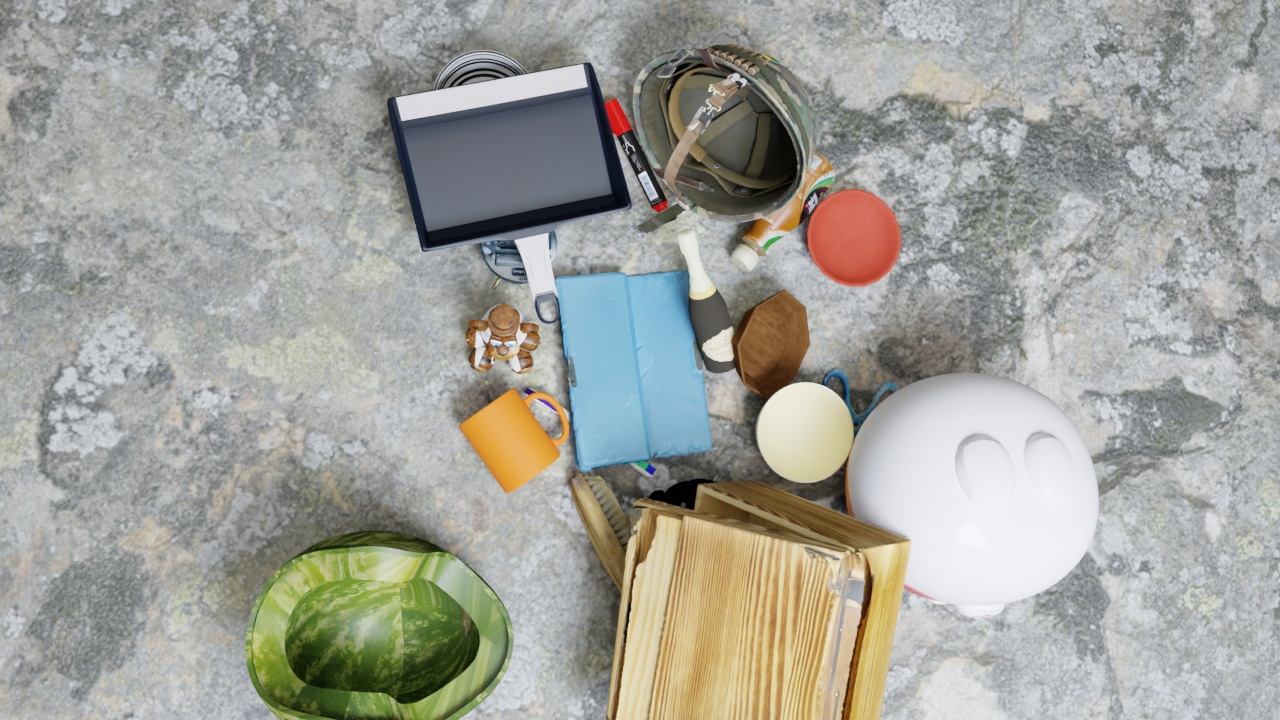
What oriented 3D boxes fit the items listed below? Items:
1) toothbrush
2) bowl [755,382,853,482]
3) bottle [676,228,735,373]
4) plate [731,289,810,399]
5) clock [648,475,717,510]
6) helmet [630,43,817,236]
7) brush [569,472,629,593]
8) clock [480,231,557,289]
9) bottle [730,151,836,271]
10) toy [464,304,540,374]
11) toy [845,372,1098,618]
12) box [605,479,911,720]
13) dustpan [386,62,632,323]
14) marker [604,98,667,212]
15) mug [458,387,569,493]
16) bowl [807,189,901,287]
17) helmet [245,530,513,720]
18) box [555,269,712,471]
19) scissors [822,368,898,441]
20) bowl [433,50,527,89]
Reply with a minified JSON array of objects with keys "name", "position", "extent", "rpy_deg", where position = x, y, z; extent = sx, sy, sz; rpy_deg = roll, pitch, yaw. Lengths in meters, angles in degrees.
[{"name":"toothbrush","position":[-0.060,0.086,1.105],"extent":[0.186,0.015,0.016],"rpy_deg":[35,82,-5]},{"name":"bowl","position":[0.189,0.086,1.113],"extent":[0.118,0.074,0.118],"rpy_deg":[0,88,-9]},{"name":"bottle","position":[0.075,-0.070,1.072],"extent":[0.045,0.045,0.185],"rpy_deg":[-25,123,-9]},{"name":"plate","position":[0.154,-0.021,1.109],"extent":[0.131,0.025,0.131],"rpy_deg":[-15,114,-39]},{"name":"clock","position":[0.053,0.188,1.089],"extent":[0.120,0.043,0.091],"rpy_deg":[-21,98,-26]},{"name":"helmet","position":[0.087,-0.258,1.046],"extent":[0.224,0.193,0.235],"rpy_deg":[26,47,1]},{"name":"brush","position":[-0.027,0.218,1.083],"extent":[0.043,0.059,0.195],"rpy_deg":[-28,90,-20]},{"name":"clock","position":[-0.143,-0.148,1.081],"extent":[0.090,0.052,0.129],"rpy_deg":[1,88,-9]},{"name":"bottle","position":[0.171,-0.182,1.127],"extent":[0.059,0.059,0.167],"rpy_deg":[39,83,-6]},{"name":"toy","position":[-0.157,-0.028,1.048],"extent":[0.087,0.113,0.067],"rpy_deg":[3,76,-8]},{"name":"toy","position":[0.360,0.155,1.038],"extent":[0.262,0.281,0.265],"rpy_deg":[-1,68,-10]},{"name":"box","position":[0.118,0.295,0.949],"extent":[0.220,0.259,0.279],"rpy_deg":[3,98,-42]},{"name":"dustpan","position":[-0.132,-0.177,1.013],"extent":[0.236,0.080,0.273],"rpy_deg":[-13,101,-10]},{"name":"marker","position":[-0.006,-0.249,1.122],"extent":[0.023,0.021,0.145],"rpy_deg":[-27,92,-17]},{"name":"mug","position":[-0.137,0.082,1.064],"extent":[0.112,0.078,0.096],"rpy_deg":[-36,94,-21]},{"name":"bowl","position":[0.263,-0.151,1.153],"extent":[0.122,0.035,0.122],"rpy_deg":[0,88,-9]},{"name":"helmet","position":[-0.269,0.289,0.953],"extent":[0.244,0.247,0.213],"rpy_deg":[-9,68,28]},{"name":"box","position":[-0.006,0.006,1.102],"extent":[0.174,0.033,0.231],"rpy_deg":[-7,85,-15]},{"name":"scissors","position":[0.264,0.070,1.158],"extent":[0.127,0.012,0.137],"rpy_deg":[37,85,-6]},{"name":"bowl","position":[-0.181,-0.292,1.073],"extent":[0.120,0.066,0.120],"rpy_deg":[0,88,-9]}]
